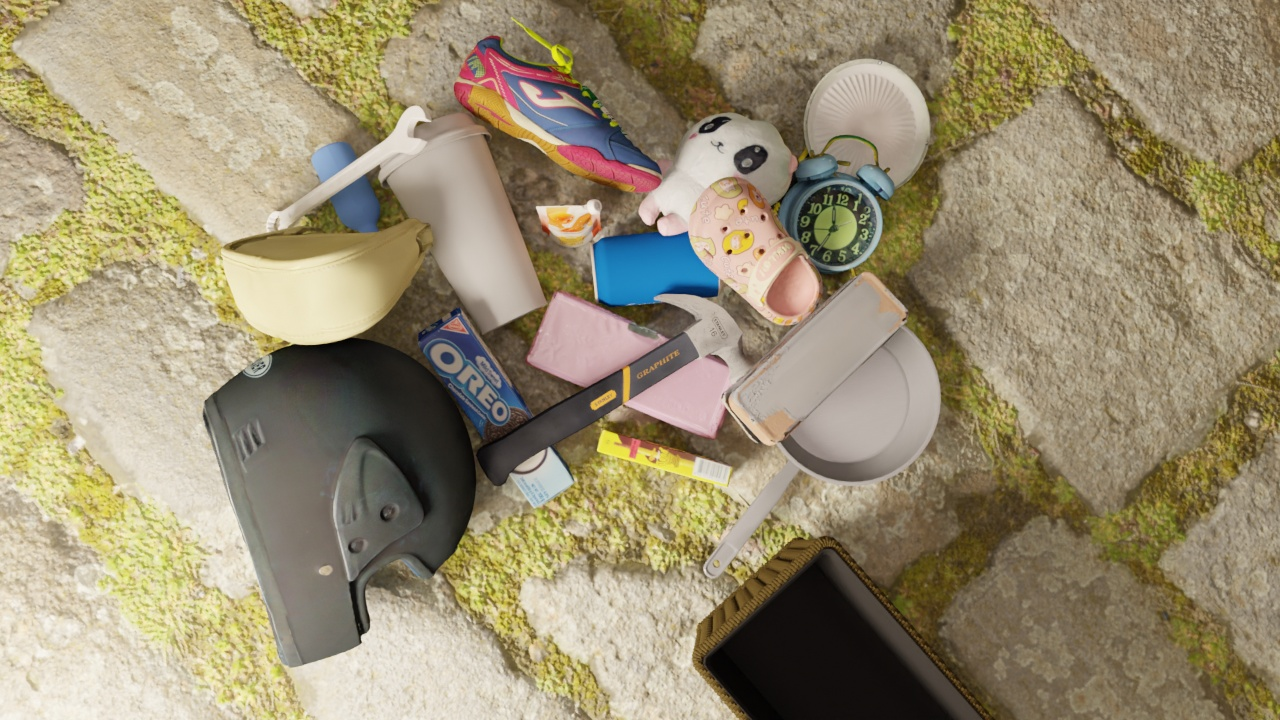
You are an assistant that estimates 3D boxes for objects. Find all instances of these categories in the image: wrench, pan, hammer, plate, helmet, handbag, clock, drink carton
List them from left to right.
[{"bbox_3d":[-0.327,-0.088,0.937,0.233,0.190,0.089,4,117,34],"label":"handbag"},{"bbox_3d":[-0.319,-0.195,0.986,0.274,0.009,0.047,-22,71,31],"label":"wrench"},{"bbox_3d":[-0.285,0.131,0.930,0.235,0.249,0.316,-17,107,-24],"label":"helmet"},{"bbox_3d":[-0.077,-0.155,1.008,0.069,0.122,0.039,-1,86,-2],"label":"drink carton"},{"bbox_3d":[-0.028,0.040,0.978,0.312,0.035,0.139,-31,94,-11],"label":"hammer"},{"bbox_3d":[0.186,0.100,1.032,0.201,0.051,0.356,40,86,2],"label":"pan"},{"bbox_3d":[0.220,-0.171,1.032,0.118,0.060,0.162,8,102,-3],"label":"clock"},{"bbox_3d":[0.261,-0.269,1.064,0.157,0.014,0.157,-1,94,-12],"label":"plate"}]

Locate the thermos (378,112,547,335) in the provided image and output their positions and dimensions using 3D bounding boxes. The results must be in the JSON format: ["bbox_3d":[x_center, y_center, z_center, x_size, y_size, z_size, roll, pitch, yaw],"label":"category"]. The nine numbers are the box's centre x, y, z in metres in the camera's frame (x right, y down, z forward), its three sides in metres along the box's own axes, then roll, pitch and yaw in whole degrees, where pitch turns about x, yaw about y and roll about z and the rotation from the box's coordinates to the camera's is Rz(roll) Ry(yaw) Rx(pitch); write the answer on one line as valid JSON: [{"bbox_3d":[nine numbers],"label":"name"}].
[{"bbox_3d":[-0.188,-0.145,1.011,0.131,0.131,0.222,-26,95,-3],"label":"thermos"}]

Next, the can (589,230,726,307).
[{"bbox_3d":[0.019,-0.104,1.029,0.146,0.079,0.079,-6,86,-2],"label":"can"}]

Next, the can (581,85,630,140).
[{"bbox_3d":[-0.055,-0.265,1.051,0.053,0.053,0.101,-38,87,-4],"label":"can"}]

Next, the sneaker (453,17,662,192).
[{"bbox_3d":[-0.075,-0.265,0.975,0.242,0.116,0.091,28,81,-7],"label":"sneaker"}]

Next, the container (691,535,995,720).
[{"bbox_3d":[0.211,0.343,0.937,0.176,0.205,0.321,-41,88,-4],"label":"container"}]

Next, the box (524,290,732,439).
[{"bbox_3d":[-0.006,0.007,1.026,0.233,0.037,0.098,22,89,-10],"label":"box"}]

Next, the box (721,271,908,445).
[{"bbox_3d":[0.189,-0.002,0.983,0.216,0.063,0.081,-41,89,-12],"label":"box"}]

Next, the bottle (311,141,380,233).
[{"bbox_3d":[-0.324,-0.180,1.041,0.048,0.048,0.131,-27,87,-3],"label":"bottle"}]

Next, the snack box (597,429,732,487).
[{"bbox_3d":[0.026,0.108,1.023,0.149,0.061,0.025,15,86,0],"label":"snack box"}]

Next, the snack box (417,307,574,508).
[{"bbox_3d":[-0.155,0.052,0.993,0.059,0.059,0.226,-32,106,-4],"label":"snack box"}]

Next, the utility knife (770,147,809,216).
[{"bbox_3d":[0.164,-0.181,1.069,0.029,0.020,0.213,34,87,3],"label":"utility knife"}]

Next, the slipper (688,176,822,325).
[{"bbox_3d":[0.131,-0.103,0.963,0.093,0.081,0.197,-44,120,2],"label":"slipper"}]

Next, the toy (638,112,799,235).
[{"bbox_3d":[0.080,-0.200,1.019,0.179,0.101,0.139,-35,62,-14],"label":"toy"}]
